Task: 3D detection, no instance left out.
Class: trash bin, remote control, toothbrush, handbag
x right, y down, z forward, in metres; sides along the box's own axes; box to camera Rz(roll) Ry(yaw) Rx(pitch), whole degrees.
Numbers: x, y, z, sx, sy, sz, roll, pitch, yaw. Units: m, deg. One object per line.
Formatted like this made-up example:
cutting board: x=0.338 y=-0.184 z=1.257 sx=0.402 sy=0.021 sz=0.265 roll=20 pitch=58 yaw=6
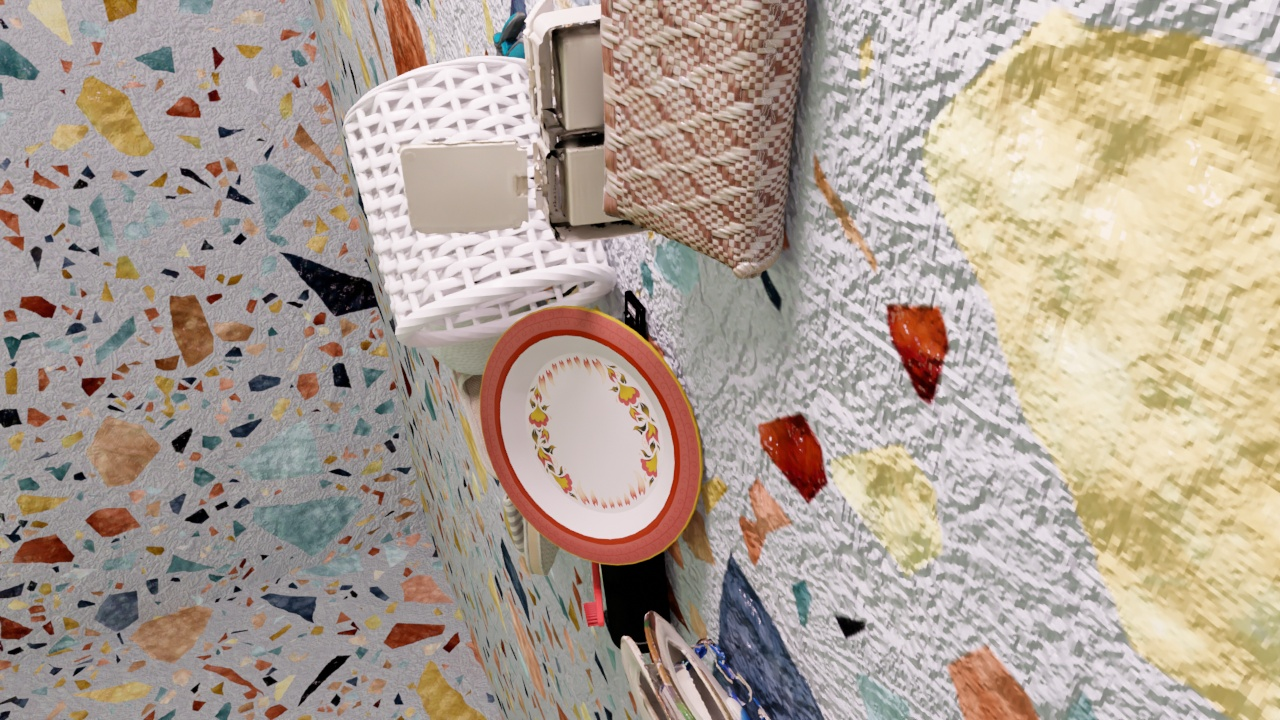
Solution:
trash bin: x=-0.178 y=-0.075 z=0.996 sx=0.162 sy=0.133 sz=0.133 roll=112 pitch=138 yaw=-66
remote control: x=-0.005 y=0.005 z=0.791 sx=0.030 sy=0.009 sz=0.140 roll=-127 pitch=28 yaw=-45
toothbrush: x=-0.050 y=0.200 z=0.906 sx=0.212 sy=0.018 sz=0.012 roll=-106 pitch=9 yaw=-72
handbag: x=0.031 y=-0.145 z=0.496 sx=0.124 sy=0.046 sz=0.186 roll=30 pitch=136 yaw=33
handbag: x=0.057 y=0.283 z=0.698 sx=0.200 sy=0.093 sz=0.200 roll=45 pitch=163 yaw=53

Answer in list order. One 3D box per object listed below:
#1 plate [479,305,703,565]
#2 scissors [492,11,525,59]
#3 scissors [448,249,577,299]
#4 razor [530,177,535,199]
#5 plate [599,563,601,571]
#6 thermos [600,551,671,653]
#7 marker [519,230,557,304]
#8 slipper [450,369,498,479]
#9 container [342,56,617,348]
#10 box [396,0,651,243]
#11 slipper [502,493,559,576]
plate: x=-0.044 y=0.064 z=0.781 sx=0.230 sy=0.021 sz=0.230 roll=11 pitch=111 yaw=31
scissors: x=-0.127 y=-0.299 z=0.869 sx=0.139 sy=0.019 sz=0.136 roll=92 pitch=156 yaw=-43
scissors: x=-0.136 y=-0.091 z=0.899 sx=0.013 sy=0.171 sz=0.157 roll=83 pitch=-157 yaw=-53
razor: x=-0.126 y=-0.171 z=0.927 sx=0.140 sy=0.053 sz=0.063 roll=49 pitch=-177 yaw=39
plate: x=-0.055 y=0.145 z=1.029 sx=0.209 sy=0.015 sz=0.208 roll=163 pitch=90 yaw=-70
thermos: x=-0.010 y=0.167 z=0.858 sx=0.061 sy=0.061 sz=0.232 roll=-137 pitch=36 yaw=-56
marker: x=-0.097 y=-0.078 z=0.963 sx=0.017 sy=0.017 sz=0.145 roll=110 pitch=139 yaw=-59
slipper: x=-0.170 y=0.012 z=1.096 sx=0.052 sy=0.115 sz=0.263 roll=133 pitch=125 yaw=-80
container: x=-0.136 y=-0.126 z=0.776 sx=0.190 sy=0.189 sz=0.186 roll=150 pitch=104 yaw=-70
box: x=-0.067 y=-0.159 z=0.590 sx=0.099 sy=0.183 sz=0.144 roll=-118 pitch=23 yaw=-50
slipper: x=-0.117 y=0.126 z=1.020 sx=0.114 sy=0.054 sz=0.273 roll=-74 pitch=-11 yaw=-55
